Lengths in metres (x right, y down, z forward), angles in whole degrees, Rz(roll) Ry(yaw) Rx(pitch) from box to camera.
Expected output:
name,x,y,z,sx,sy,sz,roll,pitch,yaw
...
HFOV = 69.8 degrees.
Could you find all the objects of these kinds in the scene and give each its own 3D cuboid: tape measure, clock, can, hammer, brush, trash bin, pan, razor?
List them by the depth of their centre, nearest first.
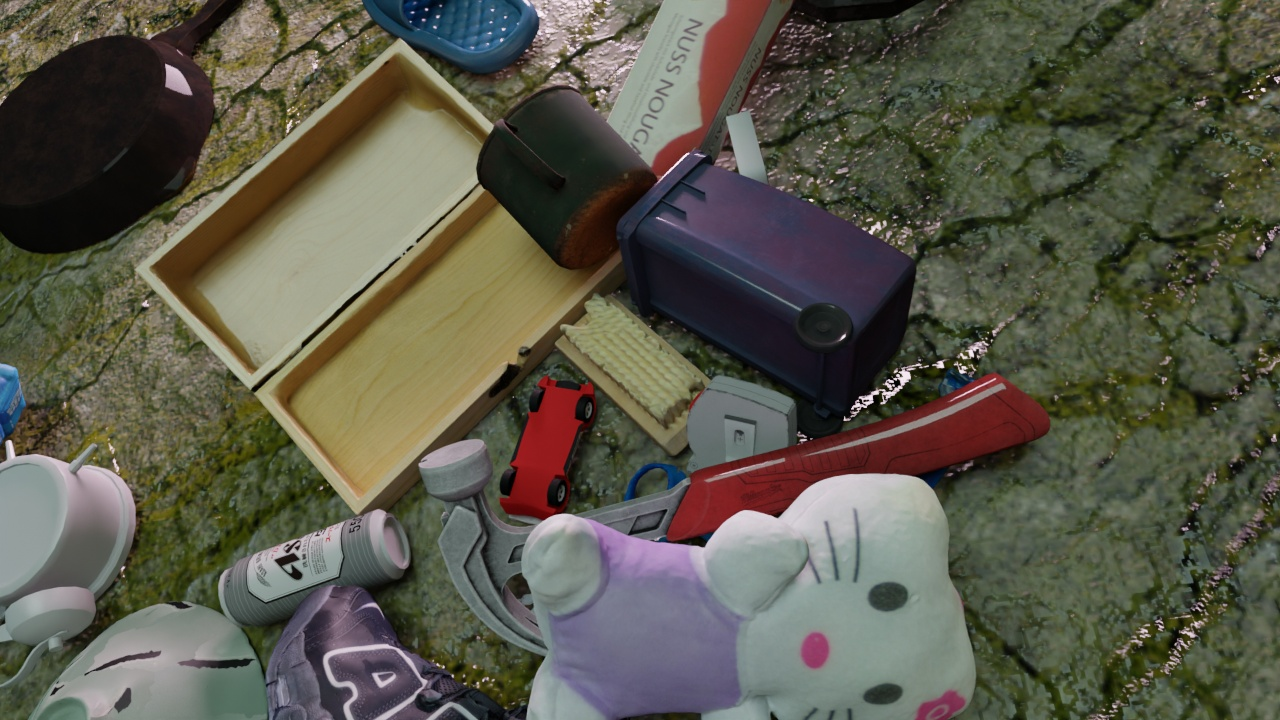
name,x,y,z,sx,sy,sz,roll,pitch,yaw
hammer,0.053,0.070,0.480,0.316,0.036,0.126,-15,104,4
razor,0.154,0.067,0.494,0.044,0.018,0.140,27,74,26
tape measure,0.056,0.043,0.513,0.060,0.062,0.020,11,31,22
trash bin,0.067,-0.044,0.536,0.161,0.094,0.092,32,66,26
can,-0.195,0.126,0.553,0.107,0.044,0.044,-20,59,6
brush,-0.003,0.003,0.563,0.049,0.039,0.117,-42,61,-9
tape measure,0.072,-0.119,0.591,0.017,0.064,0.064,-14,53,9
clock,-0.402,0.135,0.606,0.120,0.061,0.159,0,68,17
pan,-0.463,-0.256,0.835,0.249,0.043,0.355,23,72,26

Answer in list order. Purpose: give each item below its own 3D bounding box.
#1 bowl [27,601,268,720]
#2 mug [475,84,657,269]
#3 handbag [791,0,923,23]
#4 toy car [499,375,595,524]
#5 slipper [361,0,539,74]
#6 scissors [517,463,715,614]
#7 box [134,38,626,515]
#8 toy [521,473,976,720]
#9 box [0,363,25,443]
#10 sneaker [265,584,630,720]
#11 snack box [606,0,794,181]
name,x,y,z,sx,sy,sz,roll,pitch,yaw
bowl,-0.310,0.219,0.526,0.174,0.068,0.174,-6,61,11
mug,-0.047,-0.111,0.552,0.085,0.111,0.081,-45,75,12
handbag,0.155,-0.321,0.648,0.197,0.102,0.199,1,63,17
toy car,-0.055,0.054,0.560,0.038,0.025,0.089,8,65,20
slipper,-0.169,-0.308,0.766,0.103,0.059,0.214,-43,61,-6
scissors,-0.022,0.111,0.530,0.134,0.016,0.073,-30,63,6
box,-0.172,-0.063,0.632,0.247,0.076,0.257,-45,69,-8
toy,0.051,0.122,0.425,0.209,0.085,0.138,-2,98,-9
box,-0.487,0.106,0.590,0.075,0.167,0.243,8,66,6
sneaker,-0.083,0.194,0.460,0.150,0.097,0.252,-31,60,-7
snack box,0.050,-0.220,0.603,0.077,0.044,0.273,30,97,23
